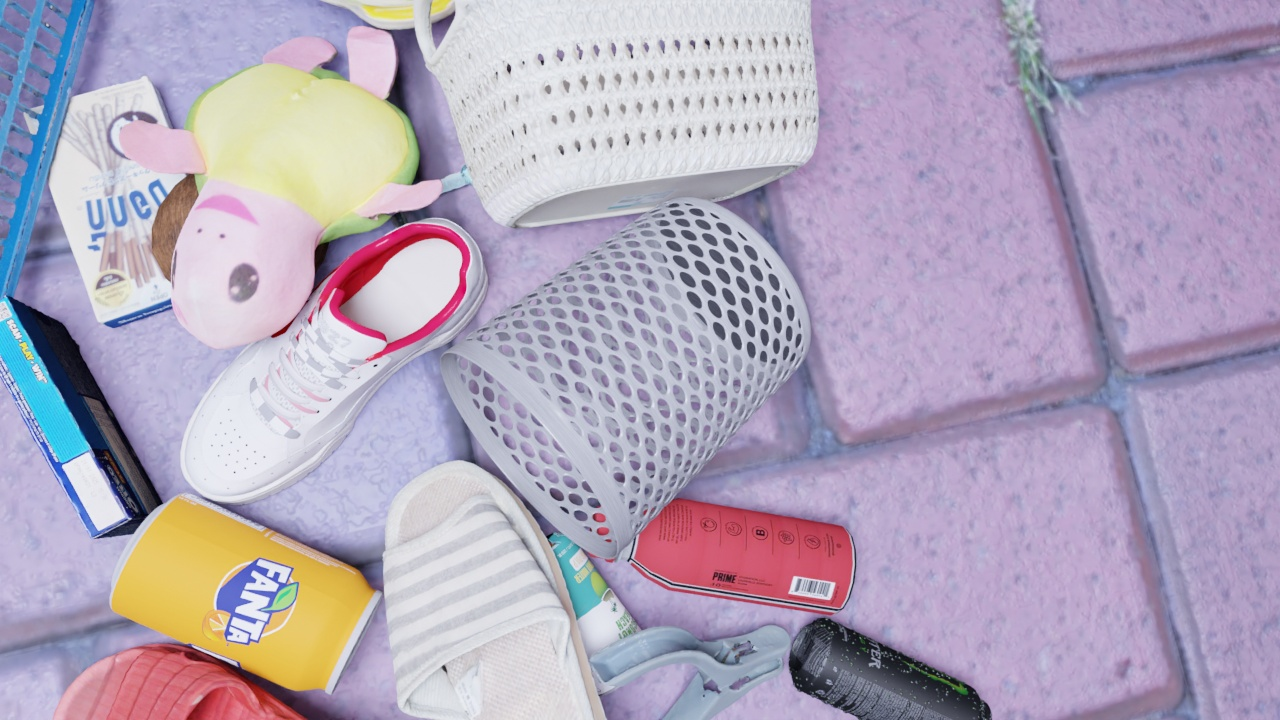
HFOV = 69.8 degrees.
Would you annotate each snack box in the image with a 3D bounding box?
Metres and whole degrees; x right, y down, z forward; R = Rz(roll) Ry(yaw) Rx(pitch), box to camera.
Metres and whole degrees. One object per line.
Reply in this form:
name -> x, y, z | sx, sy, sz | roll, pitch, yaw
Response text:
snack box -> -0.344, 0.037, 0.558 | 0.027, 0.082, 0.150 | -30, 88, -14
snack box -> -0.337, -0.105, 0.606 | 0.082, 0.026, 0.150 | -21, 86, -12

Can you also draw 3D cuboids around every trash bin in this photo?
trash bin -> -0.003, 0.003, 0.576 | 0.183, 0.157, 0.156 | -40, 90, -22

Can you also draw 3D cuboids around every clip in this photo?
clip -> 0.022, 0.196, 0.579 | 0.172, 0.164, 0.031 | -32, 45, -17

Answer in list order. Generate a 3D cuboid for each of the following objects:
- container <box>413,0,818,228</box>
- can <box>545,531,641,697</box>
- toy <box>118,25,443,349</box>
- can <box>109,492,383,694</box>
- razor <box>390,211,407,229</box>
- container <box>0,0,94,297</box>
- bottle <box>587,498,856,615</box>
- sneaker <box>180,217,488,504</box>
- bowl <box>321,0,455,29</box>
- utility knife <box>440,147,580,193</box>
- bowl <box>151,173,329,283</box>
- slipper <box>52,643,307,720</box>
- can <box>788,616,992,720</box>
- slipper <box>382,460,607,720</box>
container -> -0.005, -0.173, 0.586 | 0.251, 0.185, 0.143 | -12, 93, -25
can -> -0.042, 0.166, 0.605 | 0.055, 0.055, 0.101 | -36, 89, -12
toy -> -0.212, -0.117, 0.561 | 0.190, 0.088, 0.237 | 11, 61, -5
can -> -0.239, 0.144, 0.562 | 0.142, 0.079, 0.079 | 26, 79, -5
razor -> -0.187, -0.138, 0.640 | 0.042, 0.026, 0.106 | -24, 91, -14
container -> -0.548, -0.167, 0.534 | 0.362, 0.089, 0.257 | 10, 81, -4
bottle -> 0.053, 0.129, 0.623 | 0.176, 0.062, 0.062 | 11, 81, -8
sneaker -> -0.196, -0.005, 0.577 | 0.236, 0.104, 0.090 | -40, 90, -12
bowl -> -0.186, -0.316, 0.641 | 0.188, 0.060, 0.219 | -19, 82, -12
utility knife -> -0.098, -0.142, 0.656 | 0.147, 0.015, 0.022 | -23, 86, -14
bowl -> -0.257, -0.087, 0.598 | 0.102, 0.026, 0.114 | 38, 61, -15
slipper -> -0.247, 0.226, 0.510 | 0.249, 0.059, 0.103 | 11, 75, 24
can -> 0.171, 0.227, 0.633 | 0.137, 0.054, 0.054 | 26, 79, -5
slipper -> -0.086, 0.177, 0.539 | 0.114, 0.054, 0.272 | -34, 61, 4
